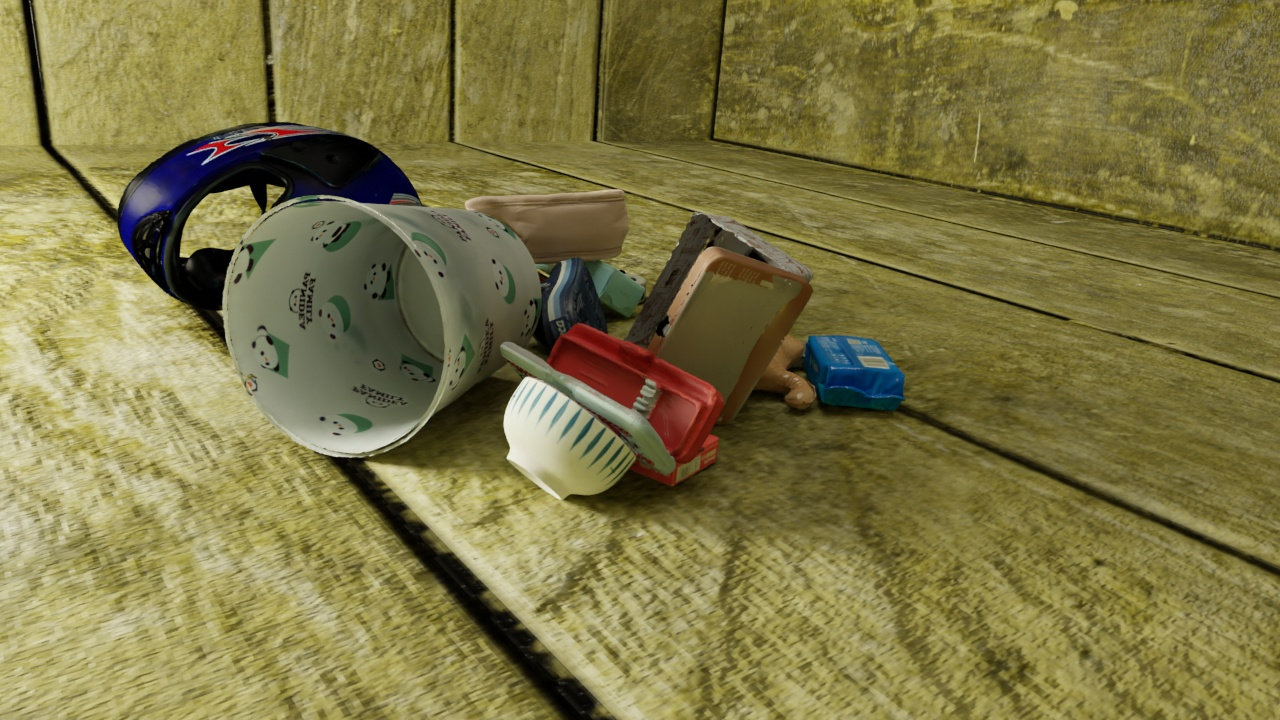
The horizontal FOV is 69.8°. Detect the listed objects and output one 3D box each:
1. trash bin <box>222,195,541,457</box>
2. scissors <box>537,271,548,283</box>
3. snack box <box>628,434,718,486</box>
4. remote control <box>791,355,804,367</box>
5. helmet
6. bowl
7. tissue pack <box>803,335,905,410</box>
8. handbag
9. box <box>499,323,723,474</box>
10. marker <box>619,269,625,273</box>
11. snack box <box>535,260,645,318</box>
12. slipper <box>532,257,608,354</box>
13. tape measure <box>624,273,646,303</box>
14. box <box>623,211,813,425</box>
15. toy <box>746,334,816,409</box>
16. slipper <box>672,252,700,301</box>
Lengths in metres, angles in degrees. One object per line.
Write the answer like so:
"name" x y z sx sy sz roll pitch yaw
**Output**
"trash bin" -0.230 -0.050 0.905 0.230 0.230 0.251 10 14 15
"scissors" -0.163 -0.129 1.311 0.189 0.015 0.226 25 5 -36
"snack box" -0.009 0.073 0.871 0.153 0.025 0.075 17 23 33
"remote control" 0.152 -0.029 1.154 0.049 0.024 0.125 20 16 -45
"helmet" -0.396 -0.136 1.069 0.240 0.248 0.314 39 38 19
"bowl" -0.068 0.074 0.766 0.116 0.116 0.066 23 71 42
"tissue pack" 0.241 0.013 1.056 0.095 0.052 0.157 6 20 -2
"handbag" -0.151 -0.200 1.282 0.192 0.093 0.234 -10 20 -37
"box" -0.035 0.021 0.818 0.201 0.095 0.101 26 -5 41
"marker" -0.056 -0.120 1.420 0.022 0.020 0.131 40 28 10
"snack box" -0.079 -0.122 1.309 0.175 0.051 0.074 29 1 42
"slipper" -0.097 -0.051 1.112 0.095 0.105 0.252 -15 17 4
"tape measure" -0.024 -0.106 1.364 0.066 0.034 0.065 -3 22 -14
"box" 0.064 -0.037 0.921 0.154 0.183 0.184 36 21 20
"toy" 0.120 -0.016 1.065 0.143 0.083 0.225 -14 50 -5
"slipper" 0.098 -0.102 1.347 0.114 0.054 0.274 4 22 0
